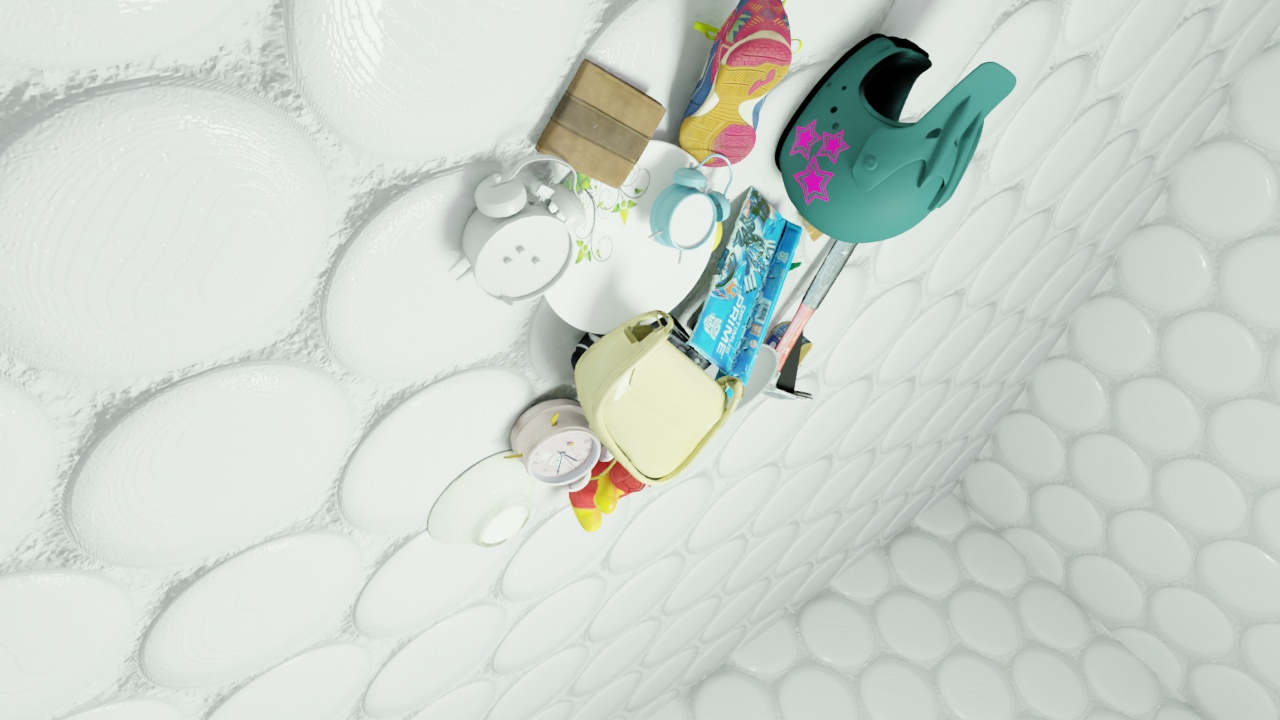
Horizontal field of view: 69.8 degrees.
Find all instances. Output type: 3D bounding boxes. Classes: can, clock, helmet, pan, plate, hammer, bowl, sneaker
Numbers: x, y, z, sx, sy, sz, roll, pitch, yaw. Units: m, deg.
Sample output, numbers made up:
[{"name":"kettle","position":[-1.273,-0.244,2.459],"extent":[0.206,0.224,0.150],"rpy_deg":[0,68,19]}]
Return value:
[{"name":"can","position":[0.241,-0.009,1.551],"extent":[0.053,0.059,0.100],"rpy_deg":[-10,137,-47]},{"name":"clock","position":[-0.114,-0.127,0.899],"extent":[0.119,0.061,0.160],"rpy_deg":[2,130,-39]},{"name":"helmet","position":[0.312,-0.269,1.138],"extent":[0.275,0.200,0.176],"rpy_deg":[-52,151,15]},{"name":"clock","position":[0.059,-0.174,1.015],"extent":[0.087,0.042,0.123],"rpy_deg":[35,90,-42]},{"name":"pan","position":[0.050,0.048,1.382],"extent":[0.355,0.050,0.201],"rpy_deg":[-11,145,-25]},{"name":"plate","position":[-0.017,-0.138,1.031],"extent":[0.229,0.030,0.230],"rpy_deg":[-17,126,-25]},{"name":"hammer","position":[0.276,-0.082,1.464],"extent":[0.327,0.140,0.036],"rpy_deg":[-62,-179,16]},{"name":"clock","position":[-0.097,0.118,1.225],"extent":[0.117,0.058,0.158],"rpy_deg":[-45,133,15]},{"name":"bowl","position":[-0.200,0.206,1.259],"extent":[0.176,0.058,0.177],"rpy_deg":[-32,150,-22]},{"name":"sneaker","position":[0.102,-0.288,0.959],"extent":[0.116,0.091,0.242],"rpy_deg":[1,162,-11]},{"name":"sneaker","position":[-0.007,0.007,1.214],"extent":[0.151,0.097,0.252],"rpy_deg":[-44,152,11]}]

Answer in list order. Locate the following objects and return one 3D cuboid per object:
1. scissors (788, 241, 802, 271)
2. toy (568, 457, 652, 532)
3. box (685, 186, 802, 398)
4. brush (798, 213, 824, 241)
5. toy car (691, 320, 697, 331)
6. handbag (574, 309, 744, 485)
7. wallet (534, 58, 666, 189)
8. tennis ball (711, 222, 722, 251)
[{"name":"scissors","position":[0.205,-0.134,1.321],"extent":[0.130,0.011,0.126],"rpy_deg":[-65,-165,-13]},{"name":"toy","position":[-0.022,0.155,1.338],"extent":[0.217,0.099,0.147],"rpy_deg":[-46,-170,39]},{"name":"box","position":[0.149,-0.084,1.211],"extent":[0.243,0.070,0.171],"rpy_deg":[-68,156,-18]},{"name":"brush","position":[0.275,-0.229,1.318],"extent":[0.117,0.039,0.049],"rpy_deg":[-47,152,6]},{"name":"toy car","position":[0.109,-0.067,1.323],"extent":[0.092,0.036,0.042],"rpy_deg":[-39,152,11]},{"name":"handbag","position":[0.011,0.044,1.121],"extent":[0.191,0.088,0.232],"rpy_deg":[-39,138,11]},{"name":"wallet","position":[-0.038,-0.230,0.905],"extent":[0.121,0.027,0.099],"rpy_deg":[13,115,-49]},{"name":"tennis ball","position":[0.066,-0.157,1.109],"extent":[0.065,0.065,0.065],"rpy_deg":[-32,150,-22]}]
